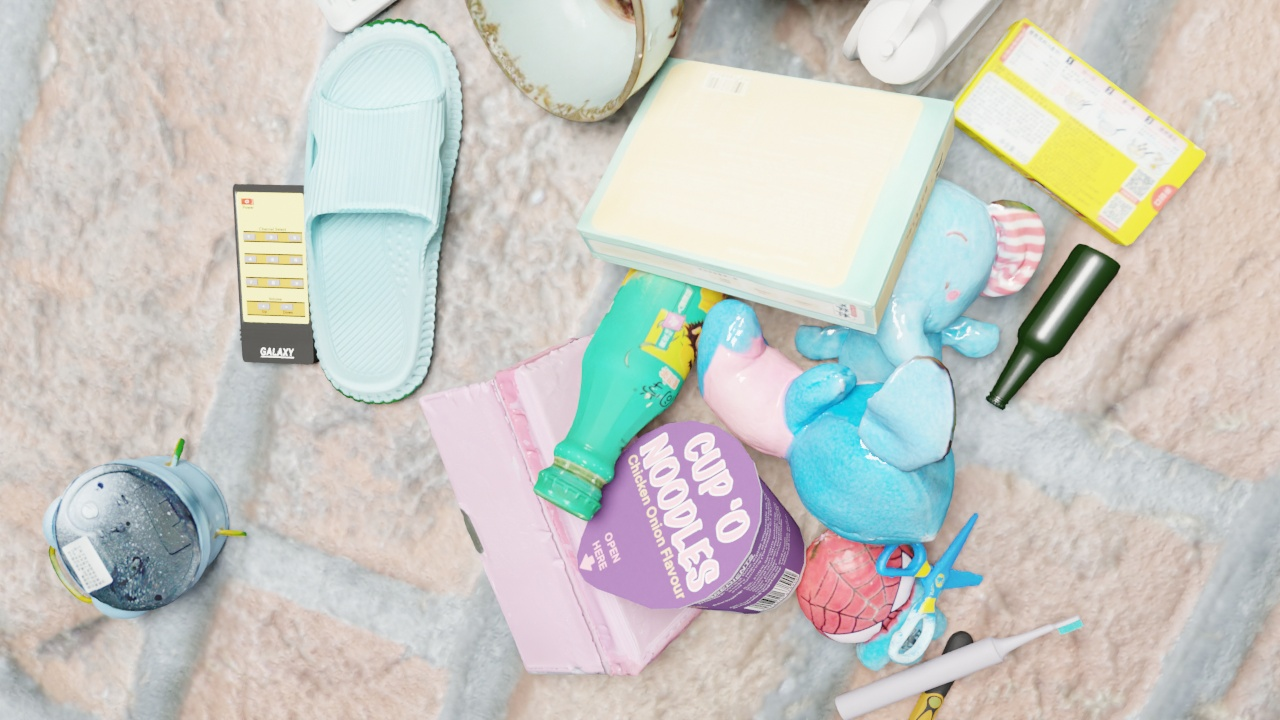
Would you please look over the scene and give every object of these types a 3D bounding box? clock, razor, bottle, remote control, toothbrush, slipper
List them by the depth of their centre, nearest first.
[{"bbox_3d":[0.174,-0.216,0.544,0.061,0.159,0.120,43,101,6],"label":"clock"},{"bbox_3d":[-0.004,0.004,0.605,0.068,0.068,0.209,28,76,0],"label":"bottle"},{"bbox_3d":[-0.167,-0.281,0.631,0.133,0.022,0.050,-31,97,10],"label":"remote control"},{"bbox_3d":[0.279,-0.020,0.632,0.033,0.033,0.123,31,102,-1],"label":"bottle"},{"bbox_3d":[-0.190,-0.099,0.646,0.116,0.069,0.276,7,102,7],"label":"slipper"},{"bbox_3d":[0.229,0.223,0.670,0.188,0.018,0.019,-31,74,21],"label":"toothbrush"},{"bbox_3d":[-0.272,-0.064,0.686,0.058,0.013,0.133,1,101,5],"label":"remote control"},{"bbox_3d":[0.215,0.268,0.699,0.044,0.021,0.144,24,100,1],"label":"razor"},{"bbox_3d":[-0.396,0.137,0.712,0.162,0.060,0.118,-27,96,10],"label":"clock"}]

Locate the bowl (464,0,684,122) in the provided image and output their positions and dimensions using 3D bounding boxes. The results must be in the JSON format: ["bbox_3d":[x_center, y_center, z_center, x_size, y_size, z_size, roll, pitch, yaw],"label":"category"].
[{"bbox_3d":[-0.030,-0.244,0.578,0.093,0.160,0.160,-41,96,-30],"label":"bowl"}]

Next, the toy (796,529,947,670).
[{"bbox_3d":[0.169,0.173,0.666,0.133,0.062,0.092,42,102,-14],"label":"toy"}]

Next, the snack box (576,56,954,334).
[{"bbox_3d":[0.075,-0.109,0.566,0.194,0.044,0.141,18,72,24],"label":"snack box"}]

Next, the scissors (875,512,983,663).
[{"bbox_3d":[0.206,0.161,0.645,0.125,0.016,0.123,11,93,-36],"label":"scissors"}]

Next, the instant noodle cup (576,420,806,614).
[{"bbox_3d":[0.046,0.124,0.625,0.137,0.122,0.121,-34,51,15],"label":"instant noodle cup"}]

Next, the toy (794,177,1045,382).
[{"bbox_3d":[0.167,-0.033,0.609,0.183,0.114,0.181,0,113,9],"label":"toy"}]

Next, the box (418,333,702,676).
[{"bbox_3d":[-0.059,0.109,0.677,0.116,0.106,0.232,-13,102,42],"label":"box"}]

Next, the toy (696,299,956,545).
[{"bbox_3d":[0.114,0.036,0.571,0.191,0.224,0.099,40,81,19],"label":"toy"}]

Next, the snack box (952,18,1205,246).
[{"bbox_3d":[0.287,-0.150,0.611,0.152,0.025,0.075,36,102,-1],"label":"snack box"}]
